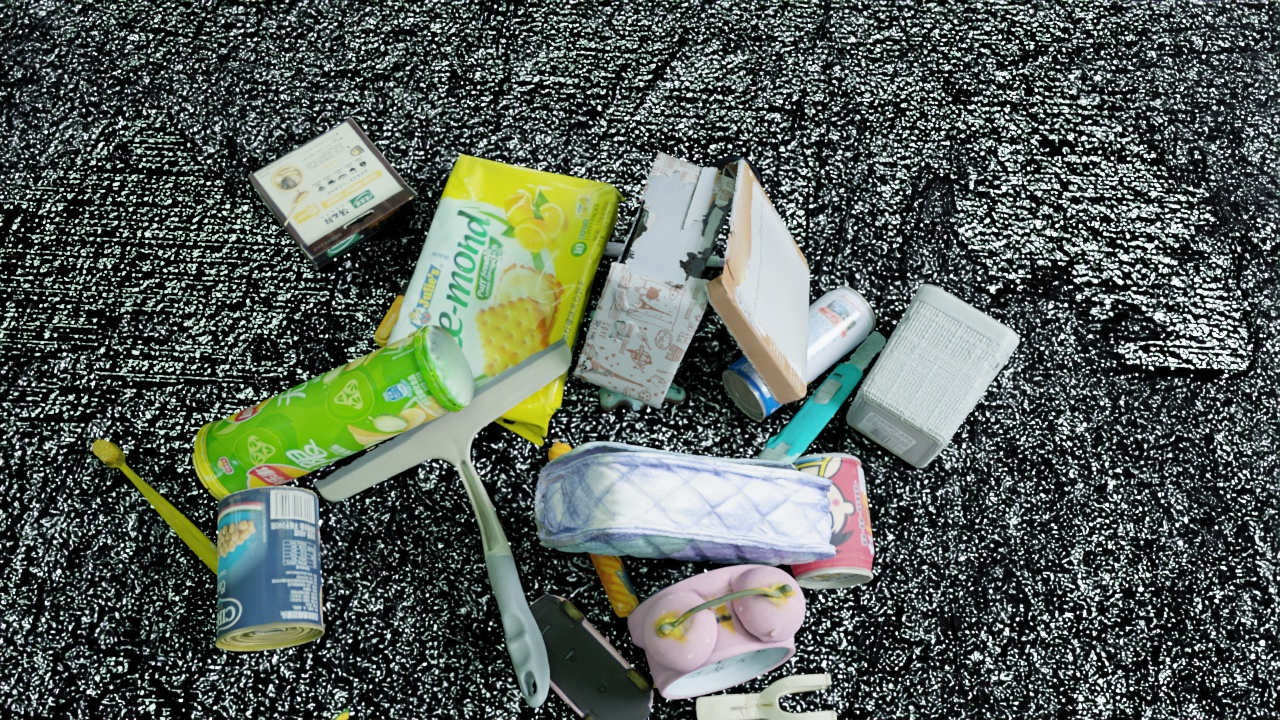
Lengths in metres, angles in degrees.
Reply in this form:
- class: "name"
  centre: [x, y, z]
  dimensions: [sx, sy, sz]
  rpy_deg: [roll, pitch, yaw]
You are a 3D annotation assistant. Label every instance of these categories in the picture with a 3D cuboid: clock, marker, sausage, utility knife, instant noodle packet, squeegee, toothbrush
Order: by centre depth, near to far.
- class: "clock"
  centre: [0.054, 0.187, 0.641]
  dimensions: [0.117, 0.159, 0.059]
  rpy_deg: [-13, 58, -9]
- class: "instant noodle packet"
  centre: [-0.235, 0.327, 0.643]
  dimensions: [0.110, 0.044, 0.128]
  rpy_deg: [-25, 71, -18]
- class: "squeegee"
  centre: [-0.113, 0.146, 0.705]
  dimensions: [0.247, 0.039, 0.246]
  rpy_deg: [-30, 63, 9]
- class: "sausage"
  centre: [-0.039, 0.135, 0.743]
  dimensions: [0.021, 0.021, 0.165]
  rpy_deg: [-22, 67, -10]
- class: "toothbrush"
  centre: [-0.387, 0.126, 0.752]
  dimensions: [0.190, 0.017, 0.015]
  rpy_deg: [37, 71, 16]
- class: "utility knife"
  centre: [0.156, 0.027, 0.759]
  dimensions: [0.029, 0.013, 0.206]
  rpy_deg: [22, 43, 28]
- class: "marker"
  centre: [-0.208, -0.066, 0.841]
  dimensions: [0.018, 0.015, 0.123]
  rpy_deg: [23, 65, 6]
- class: "toothbrush"
  centre: [0.016, -0.097, 0.852]
  dimensions: [0.189, 0.029, 0.021]
  rpy_deg: [8, 25, 6]

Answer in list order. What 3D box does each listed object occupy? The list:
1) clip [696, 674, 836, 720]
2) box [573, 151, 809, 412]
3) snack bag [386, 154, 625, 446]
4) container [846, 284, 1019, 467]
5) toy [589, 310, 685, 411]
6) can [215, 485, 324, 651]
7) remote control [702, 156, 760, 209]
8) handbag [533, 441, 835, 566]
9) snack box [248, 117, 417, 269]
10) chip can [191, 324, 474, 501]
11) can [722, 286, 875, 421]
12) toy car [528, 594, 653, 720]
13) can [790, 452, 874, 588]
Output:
- class: "clip"
  centre: [0.095, 0.248, 0.664]
  dimensions: [0.104, 0.084, 0.034]
  rpy_deg: [2, 65, -11]
- class: "box"
  centre: [0.066, -0.059, 0.743]
  dimensions: [0.178, 0.153, 0.181]
  rpy_deg: [22, 45, -3]
- class: "snack bag"
  centre: [-0.115, -0.059, 0.802]
  dimensions: [0.158, 0.068, 0.246]
  rpy_deg: [13, 74, 11]
- class: "container"
  centre: [0.236, 0.017, 0.760]
  dimensions: [0.090, 0.090, 0.114]
  rpy_deg: [33, 72, 15]
- class: "toy"
  centre: [-0.005, 0.005, 0.801]
  dimensions: [0.096, 0.030, 0.091]
  rpy_deg: [12, 70, -2]
- class: "can"
  centre: [-0.284, 0.158, 0.704]
  dimensions: [0.075, 0.075, 0.111]
  rpy_deg: [-9, 65, -4]
- class: "remote control"
  centre: [0.057, -0.156, 0.875]
  dimensions: [0.136, 0.024, 0.053]
  rpy_deg: [-36, 69, -15]
- class: "handbag"
  centre: [0.035, 0.104, 0.654]
  dimensions: [0.193, 0.134, 0.075]
  rpy_deg: [11, 71, -25]
- class: "snack box"
  centre: [-0.284, -0.153, 0.860]
  dimensions: [0.113, 0.053, 0.125]
  rpy_deg: [-36, 70, -15]
- class: "chip can"
  centre: [-0.239, 0.043, 0.725]
  dimensions: [0.221, 0.072, 0.072]
  rpy_deg: [-23, 66, 9]
- class: "can"
  centre: [0.137, -0.008, 0.790]
  dimensions: [0.134, 0.053, 0.053]
  rpy_deg: [-36, 70, -15]
- class: "toy car"
  centre: [-0.043, 0.230, 0.689]
  dimensions: [0.122, 0.037, 0.056]
  rpy_deg: [42, 82, 16]
- class: "can"
  centre: [0.146, 0.127, 0.720]
  dimensions: [0.066, 0.067, 0.093]
  rpy_deg: [-2, 65, -1]
